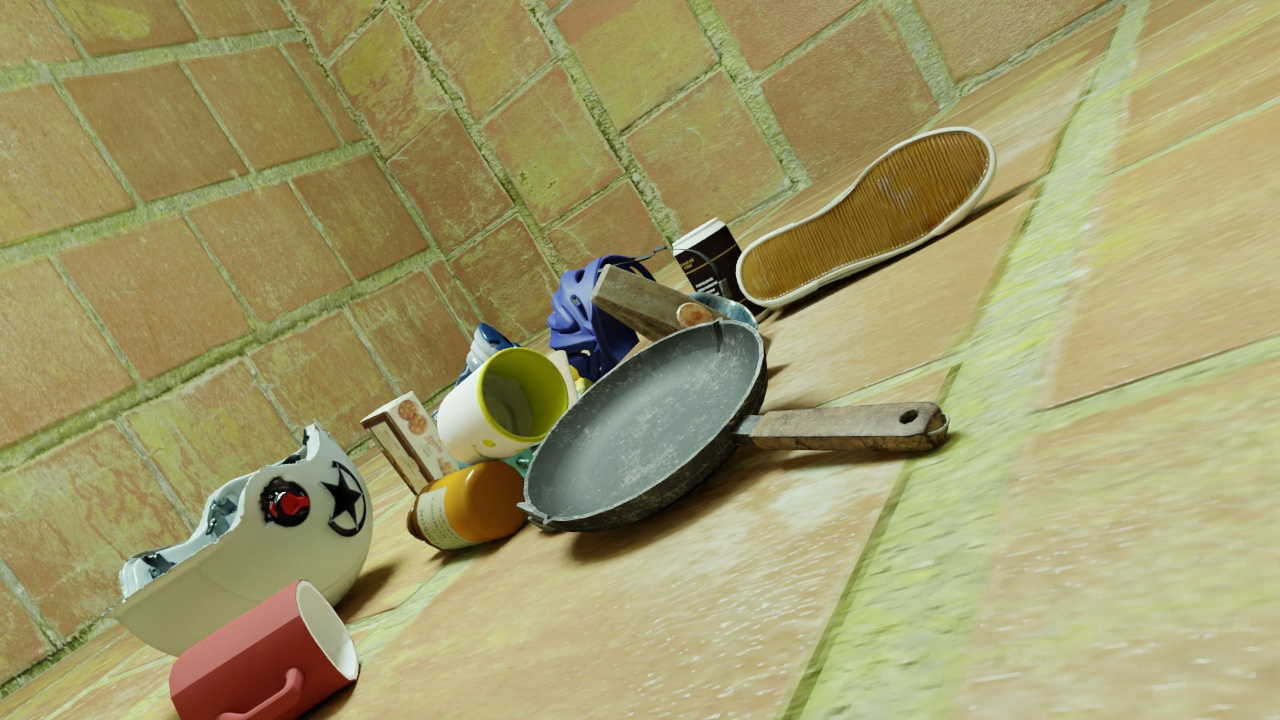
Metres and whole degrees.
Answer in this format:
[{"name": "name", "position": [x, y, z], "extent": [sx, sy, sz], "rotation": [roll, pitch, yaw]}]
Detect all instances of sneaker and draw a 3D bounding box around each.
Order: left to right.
[{"name": "sneaker", "position": [-0.168, 0.052, 1.150], "extent": [0.132, 0.103, 0.269], "rotation": [-53, -18, -3]}, {"name": "sneaker", "position": [0.250, -0.150, 1.006], "extent": [0.295, 0.120, 0.127], "rotation": [-30, -16, 27]}]

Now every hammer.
[{"name": "hammer", "position": [-0.067, 0.051, 0.842], "extent": [0.119, 0.031, 0.331], "rotation": [-35, 24, 3]}, {"name": "hammer", "position": [-0.005, 0.005, 0.909], "extent": [0.037, 0.158, 0.302], "rotation": [-67, 9, -23]}]

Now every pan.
[{"name": "pan", "position": [0.052, 0.046, 0.593], "extent": [0.207, 0.040, 0.358], "rotation": [-48, 25, -26]}]

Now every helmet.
[{"name": "helmet", "position": [-0.372, 0.199, 0.901], "extent": [0.237, 0.163, 0.263], "rotation": [-33, 13, 23]}, {"name": "helmet", "position": [0.003, -0.059, 1.072], "extent": [0.228, 0.148, 0.241], "rotation": [-17, 10, 17]}]

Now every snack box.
[{"name": "snack box", "position": [-0.263, 0.113, 1.093], "extent": [0.041, 0.143, 0.147], "rotation": [-38, 9, -27]}]

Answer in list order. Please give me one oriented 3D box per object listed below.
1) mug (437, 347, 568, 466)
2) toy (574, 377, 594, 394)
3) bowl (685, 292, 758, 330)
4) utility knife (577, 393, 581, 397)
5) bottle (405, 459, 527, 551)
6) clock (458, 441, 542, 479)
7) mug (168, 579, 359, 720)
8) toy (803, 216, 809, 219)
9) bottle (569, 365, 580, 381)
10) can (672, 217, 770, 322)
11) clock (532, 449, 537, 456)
[{"name": "mug", "position": [-0.122, 0.044, 0.801], "extent": [0.082, 0.082, 0.106], "rotation": [-37, 4, -37]}, {"name": "toy", "position": [-0.100, 0.063, 1.095], "extent": [0.106, 0.067, 0.137], "rotation": [-45, -3, 19]}, {"name": "bowl", "position": [0.063, -0.022, 0.940], "extent": [0.110, 0.055, 0.110], "rotation": [2, 33, -1]}, {"name": "utility knife", "position": [-0.079, 0.072, 0.981], "extent": [0.022, 0.015, 0.158], "rotation": [7, 26, -1]}, {"name": "bottle", "position": [-0.169, 0.138, 0.840], "extent": [0.157, 0.068, 0.067], "rotation": [-24, 11, 47]}, {"name": "clock", "position": [-0.167, 0.118, 0.995], "extent": [0.124, 0.053, 0.090], "rotation": [-17, 12, 15]}, {"name": "mug", "position": [-0.259, 0.219, 0.632], "extent": [0.096, 0.080, 0.116], "rotation": [-33, 14, -9]}, {"name": "toy", "position": [0.270, -0.173, 1.150], "extent": [0.128, 0.065, 0.094], "rotation": [-22, 9, 28]}, {"name": "bottle", "position": [-0.139, 0.048, 1.316], "extent": [0.164, 0.071, 0.071], "rotation": [-31, 7, 0]}, {"name": "can", "position": [0.097, -0.098, 1.086], "extent": [0.072, 0.128, 0.072], "rotation": [-31, 7, 4]}, {"name": "clock", "position": [-0.046, 0.068, 0.889], "extent": [0.122, 0.044, 0.091], "rotation": [-42, 16, -32]}]
